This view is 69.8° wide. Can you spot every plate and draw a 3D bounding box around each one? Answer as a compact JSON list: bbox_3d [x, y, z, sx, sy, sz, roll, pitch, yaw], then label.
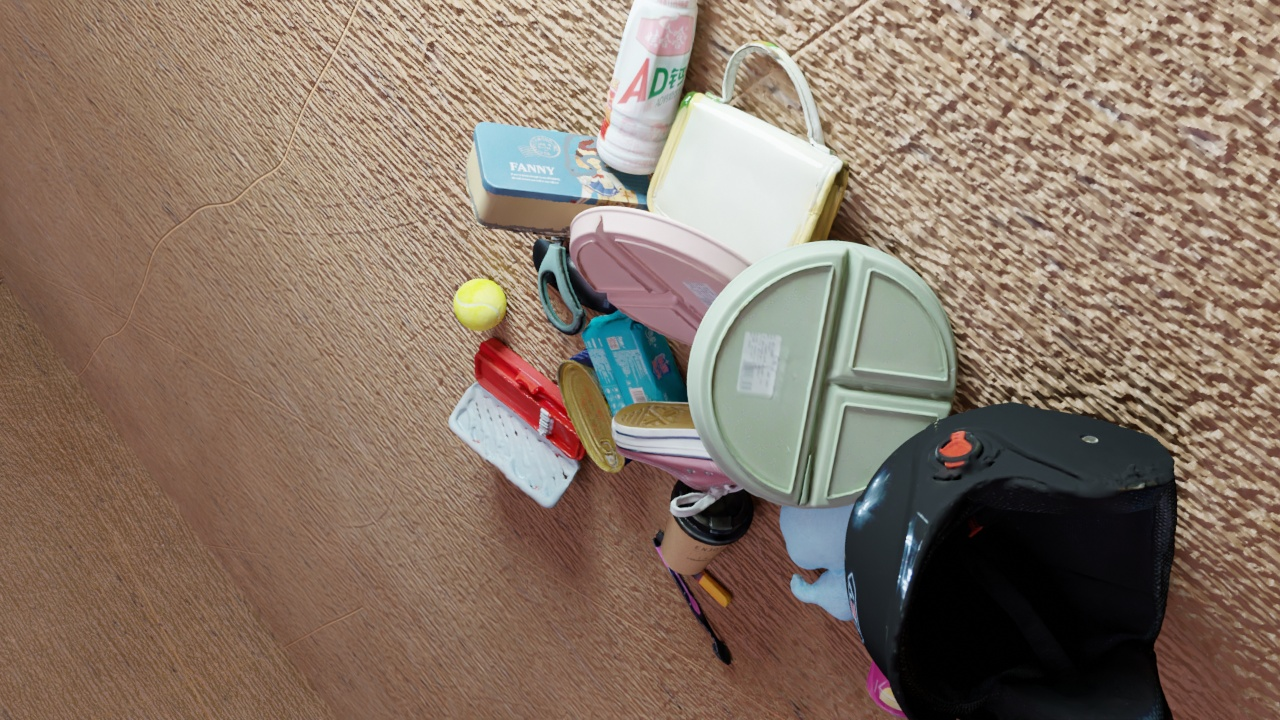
[{"bbox_3d":[0.034,-0.064,0.846,0.229,0.028,0.230,24,163,7],"label":"plate"},{"bbox_3d":[0.153,0.018,0.756,0.027,0.230,0.230,-110,-3,-78],"label":"plate"}]

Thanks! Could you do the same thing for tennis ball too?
[{"bbox_3d":[-0.200,-0.069,1.144,0.065,0.065,0.066,25,131,32],"label":"tennis ball"}]

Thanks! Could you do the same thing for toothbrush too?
[{"bbox_3d":[0.064,0.307,1.168,0.189,0.014,0.018,59,152,-2],"label":"toothbrush"}]

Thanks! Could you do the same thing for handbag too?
[{"bbox_3d":[0.103,-0.174,0.790,0.163,0.063,0.179,34,120,25],"label":"handbag"}]

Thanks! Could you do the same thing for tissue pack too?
[{"bbox_3d":[-0.006,0.006,1.012,0.093,0.050,0.133,-7,110,48],"label":"tissue pack"}]

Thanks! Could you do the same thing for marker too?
[{"bbox_3d":[0.065,0.256,1.133,0.124,0.015,0.018,41,136,21],"label":"marker"}]

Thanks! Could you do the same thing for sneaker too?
[{"bbox_3d":[0.085,0.097,0.923,0.241,0.118,0.088,3,117,24],"label":"sneaker"}]

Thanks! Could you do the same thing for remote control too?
[{"bbox_3d":[-0.079,-0.094,1.039,0.136,0.024,0.053,32,134,26],"label":"remote control"}]

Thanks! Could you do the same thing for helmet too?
[{"bbox_3d":[0.264,0.150,0.675,0.230,0.274,0.233,-149,46,-65],"label":"helmet"}]

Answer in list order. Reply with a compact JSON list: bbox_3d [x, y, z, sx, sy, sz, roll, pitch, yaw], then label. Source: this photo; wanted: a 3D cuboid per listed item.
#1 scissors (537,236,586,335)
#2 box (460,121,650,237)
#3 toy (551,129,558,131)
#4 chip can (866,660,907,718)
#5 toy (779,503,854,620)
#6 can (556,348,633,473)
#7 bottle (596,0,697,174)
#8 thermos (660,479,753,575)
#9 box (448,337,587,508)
[{"bbox_3d":[-0.082,-0.105,1.009,0.177,0.019,0.172,42,117,19],"label":"scissors"},{"bbox_3d":[-0.083,-0.168,0.869,0.063,0.184,0.089,-54,44,47],"label":"box"},{"bbox_3d":[-0.075,-0.193,0.969,0.092,0.030,0.096,18,120,34],"label":"toy"},{"bbox_3d":[0.269,0.251,0.882,0.071,0.071,0.211,26,132,32],"label":"chip can"},{"bbox_3d":[0.193,0.189,0.929,0.156,0.049,0.162,41,127,-3],"label":"toy"},{"bbox_3d":[-0.044,0.057,1.084,0.075,0.049,0.148,-9,109,48],"label":"can"},{"bbox_3d":[0.012,-0.265,0.809,0.068,0.068,0.197,36,131,23],"label":"bottle"},{"bbox_3d":[0.068,0.186,1.031,0.093,0.092,0.144,42,145,17],"label":"thermos"},{"bbox_3d":[-0.154,0.080,1.201,0.201,0.063,0.160,36,117,22],"label":"box"}]
